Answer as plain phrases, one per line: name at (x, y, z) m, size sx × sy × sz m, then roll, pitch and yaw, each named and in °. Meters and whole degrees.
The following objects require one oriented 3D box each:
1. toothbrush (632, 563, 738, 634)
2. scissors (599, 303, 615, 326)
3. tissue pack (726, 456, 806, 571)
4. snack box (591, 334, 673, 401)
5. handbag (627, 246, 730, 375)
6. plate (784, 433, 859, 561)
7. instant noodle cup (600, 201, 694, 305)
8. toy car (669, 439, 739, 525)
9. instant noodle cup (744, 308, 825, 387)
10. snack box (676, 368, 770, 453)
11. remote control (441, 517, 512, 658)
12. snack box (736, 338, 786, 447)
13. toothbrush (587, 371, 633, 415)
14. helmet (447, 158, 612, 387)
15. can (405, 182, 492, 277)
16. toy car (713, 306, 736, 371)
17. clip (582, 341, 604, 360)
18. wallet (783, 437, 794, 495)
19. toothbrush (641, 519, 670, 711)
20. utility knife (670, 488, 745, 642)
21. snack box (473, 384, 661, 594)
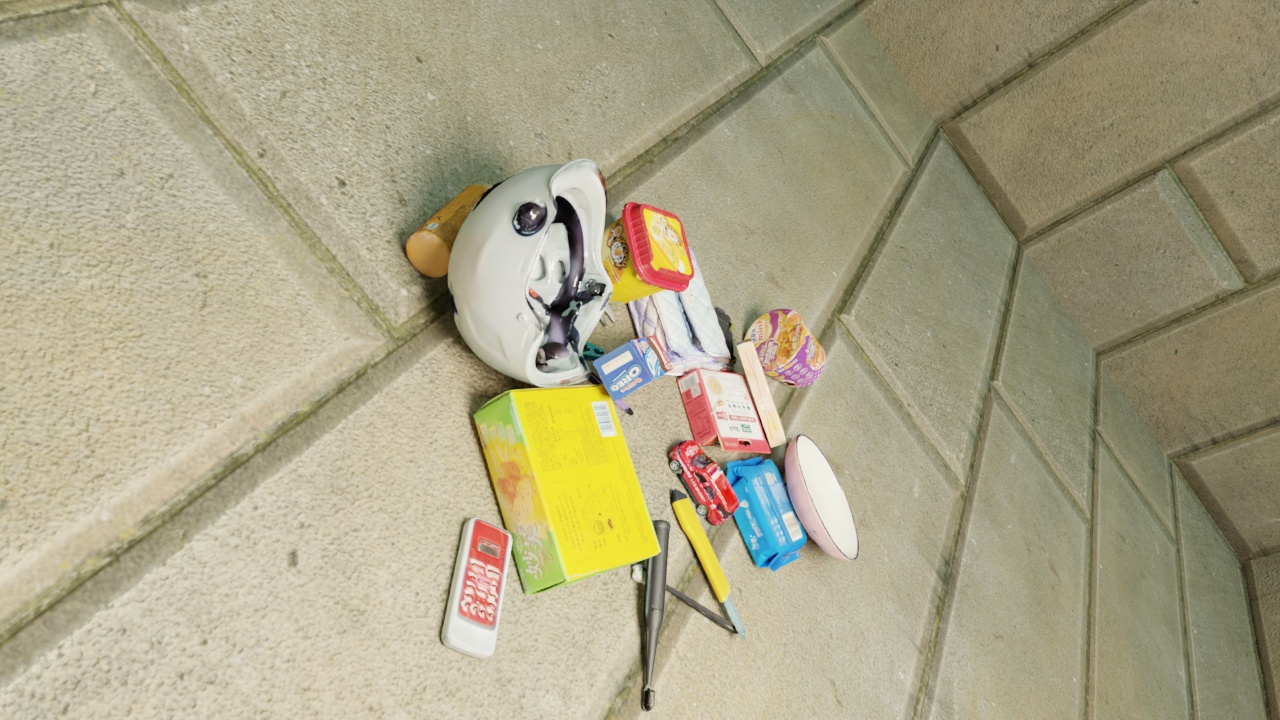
toothbrush at (0.057, 0.293, 1.109) m, size 0.181 × 0.016 × 0.018 m, roll 36°, pitch 44°, yaw -25°
scissors at (-0.107, -0.145, 1.234) m, size 0.162 × 0.022 × 0.233 m, roll 4°, pitch 68°, yaw -44°
tissue pack at (0.169, 0.208, 1.265) m, size 0.094 × 0.052 × 0.157 m, roll -6°, pitch 70°, yaw -52°
snack box at (-0.007, 0.007, 1.132) m, size 0.057 × 0.058 × 0.207 m, roll 62°, pitch 9°, yaw 1°
handbag at (0.051, -0.075, 1.311) m, size 0.134 × 0.076 × 0.193 m, roll 2°, pitch 64°, yaw -48°
plate at (0.253, 0.200, 1.315) m, size 0.192 × 0.039 × 0.192 m, roll 49°, pitch 26°, yaw -34°
instant noodle cup at (-0.011, -0.133, 1.219) m, size 0.116 × 0.124 × 0.116 m, roll 7°, pitch 65°, yaw -52°
toy car at (0.086, 0.158, 1.213) m, size 0.120 × 0.045 × 0.052 m, roll 55°, pitch 36°, yaw 0°
instant noodle cup at (0.234, -0.012, 1.457) m, size 0.099 × 0.112 × 0.111 m, roll 36°, pitch 42°, yaw -40°
snack box at (0.118, 0.080, 1.304) m, size 0.113 × 0.044 × 0.127 m, roll 9°, pitch 57°, yaw -46°
remote control at (-0.160, 0.223, 0.909) m, size 0.056 × 0.020 × 0.135 m, roll 33°, pitch 43°, yaw -30°
snack box at (0.178, 0.046, 1.357) m, size 0.084 × 0.026 × 0.157 m, roll -37°, pitch 107°, yaw -82°
toothbrush at (-0.074, 0.012, 1.164) m, size 0.189 × 0.017 × 0.014 m, roll 43°, pitch 51°, yaw -24°
helmet at (-0.131, -0.101, 1.036) m, size 0.229 × 0.146 × 0.258 m, roll 40°, pitch 57°, yaw -71°
can at (-0.215, -0.156, 1.082) m, size 0.058 × 0.058 × 0.145 m, roll 47°, pitch 38°, yaw -14°
toy car at (0.118, -0.033, 1.394) m, size 0.049 × 0.031 × 0.106 m, roll 26°, pitch 52°, yaw -37°
clip at (-0.068, -0.013, 1.185) m, size 0.056 × 0.014 × 0.040 m, roll 18°, pitch 53°, yaw -41°
wallet at (0.253, 0.184, 1.403) m, size 0.087 × 0.024 × 0.114 m, roll 38°, pitch 41°, yaw -18°
toothbrush at (0.015, 0.286, 1.043) m, size 0.026 × 0.027 × 0.212 m, roll 16°, pitch 60°, yaw -20°
utility knife at (0.085, 0.257, 1.159) m, size 0.033 × 0.015 × 0.206 m, roll -2°, pitch 62°, yaw -53°
snack box at (-0.080, 0.136, 1.014) m, size 0.157 × 0.070 × 0.210 m, roll -3°, pitch 70°, yaw -50°
